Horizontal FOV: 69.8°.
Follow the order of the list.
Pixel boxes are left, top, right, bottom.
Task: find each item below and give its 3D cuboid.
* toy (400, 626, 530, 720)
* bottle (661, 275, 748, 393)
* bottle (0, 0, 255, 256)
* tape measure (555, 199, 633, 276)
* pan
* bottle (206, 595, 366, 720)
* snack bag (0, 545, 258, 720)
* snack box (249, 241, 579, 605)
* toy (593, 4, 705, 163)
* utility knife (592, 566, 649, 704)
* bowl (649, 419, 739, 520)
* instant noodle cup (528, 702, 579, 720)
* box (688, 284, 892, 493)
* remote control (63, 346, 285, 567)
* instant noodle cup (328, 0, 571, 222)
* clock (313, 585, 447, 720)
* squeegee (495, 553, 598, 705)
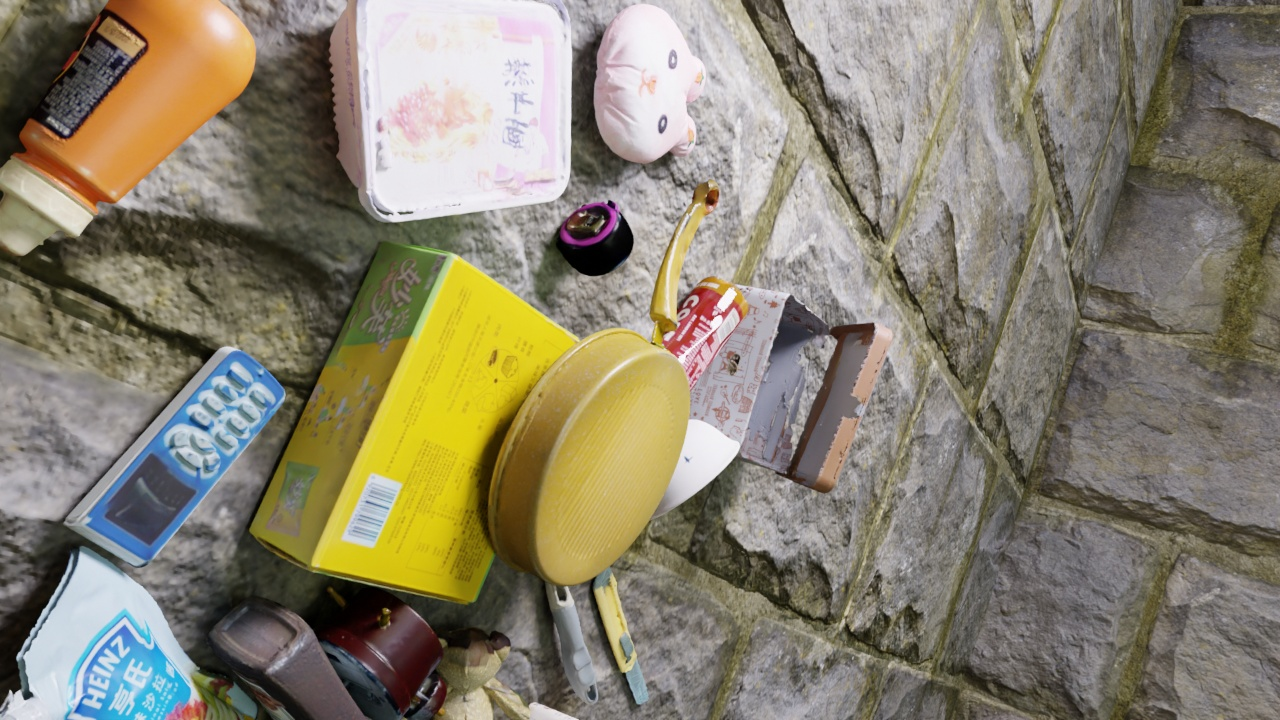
[{"bbox_3d":[-0.141,0.282,0.727,0.105,0.066,0.157,5,106,-12],"label":"toy"},{"bbox_3d":[0.036,-0.004,0.860,0.174,0.057,0.057,-52,139,-29],"label":"bottle"},{"bbox_3d":[-0.248,-0.111,0.430,0.149,0.067,0.067,-56,141,-13],"label":"bottle"},{"bbox_3d":[-0.036,-0.098,0.726,0.057,0.058,0.039,-57,141,-20],"label":"tape measure"},{"bbox_3d":[-0.004,0.004,0.713,0.356,0.078,0.198,-57,151,-16],"label":"pan"},{"bbox_3d":[-0.207,0.235,0.594,0.043,0.080,0.195,-46,137,-37],"label":"bottle"},{"bbox_3d":[-0.271,0.198,0.502,0.110,0.039,0.191,-79,160,-46],"label":"snack bag"},{"bbox_3d":[-0.141,0.047,0.622,0.157,0.070,0.210,35,73,-54],"label":"snack box"},{"bbox_3d":[0.014,-0.222,0.757,0.159,0.054,0.121,-10,111,-61],"label":"toy"},{"bbox_3d":[-0.019,0.285,0.935,0.030,0.022,0.216,-39,137,-32],"label":"utility knife"},{"bbox_3d":[0.028,0.089,0.864,0.065,0.119,0.118,53,50,-4],"label":"bowl"},{"bbox_3d":[-0.055,0.375,0.817,0.116,0.124,0.116,-59,141,-22],"label":"instant noodle cup"},{"bbox_3d":[0.166,0.036,0.952,0.152,0.174,0.182,24,82,-53],"label":"box"},{"bbox_3d":[-0.254,0.051,0.509,0.124,0.024,0.049,-58,141,-25],"label":"remote control"},{"bbox_3d":[-0.122,-0.165,0.580,0.173,0.060,0.138,-21,119,-50],"label":"instant noodle cup"},{"bbox_3d":[-0.176,0.208,0.626,0.055,0.082,0.122,-50,136,-40],"label":"clock"},{"bbox_3d":[-0.067,0.213,0.815,0.245,0.039,0.247,-28,126,-30],"label":"squeegee"}]
